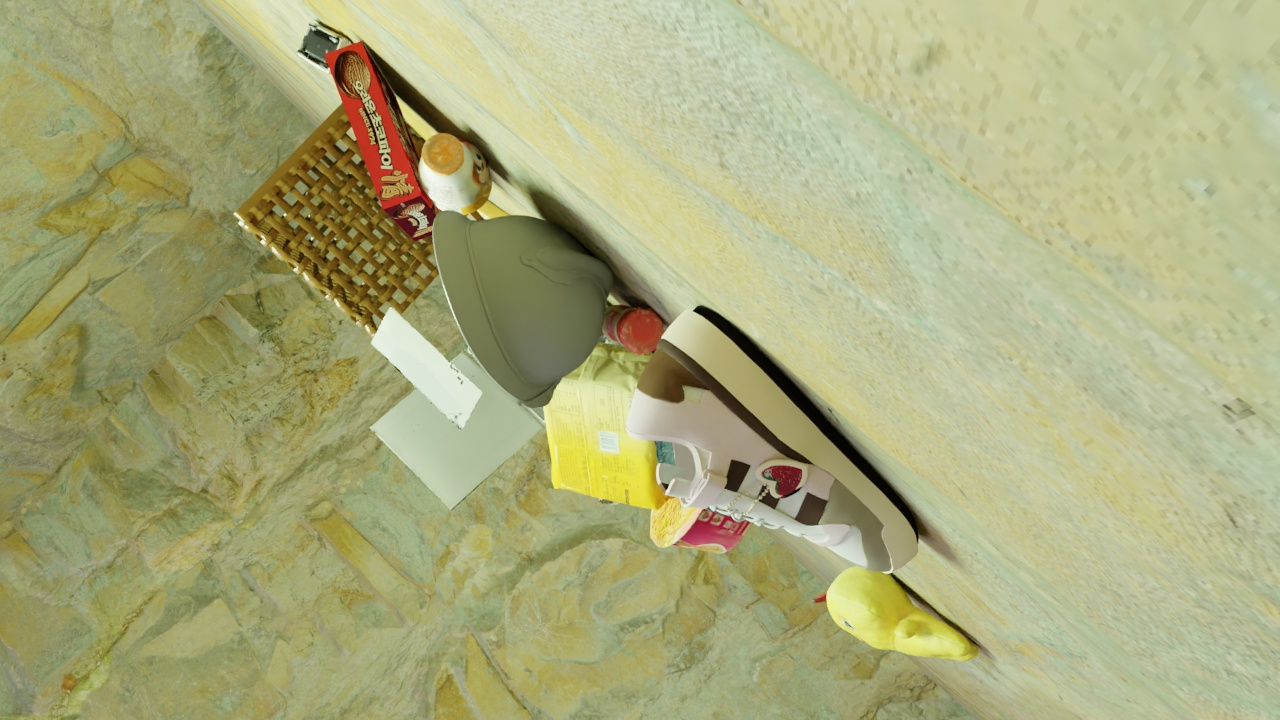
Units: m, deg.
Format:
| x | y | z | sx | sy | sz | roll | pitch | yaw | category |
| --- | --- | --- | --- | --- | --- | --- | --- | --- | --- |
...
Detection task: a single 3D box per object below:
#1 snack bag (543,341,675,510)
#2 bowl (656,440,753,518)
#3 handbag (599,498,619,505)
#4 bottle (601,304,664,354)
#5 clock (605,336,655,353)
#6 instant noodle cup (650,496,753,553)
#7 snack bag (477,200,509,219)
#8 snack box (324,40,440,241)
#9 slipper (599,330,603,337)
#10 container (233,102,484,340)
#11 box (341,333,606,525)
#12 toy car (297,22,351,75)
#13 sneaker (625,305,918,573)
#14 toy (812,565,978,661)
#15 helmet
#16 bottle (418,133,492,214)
| x | y | z | sx | sy | sz | roll | pitch | yaw | category |
| --- | --- | --- | --- | --- | --- | --- | --- | --- | --- |
| -0.037 | 0.080 | 1.056 | 0.160 | 0.068 | 0.248 | 8 | 134 | 13 | snack bag |
| 0.085 | 0.067 | 0.794 | 0.137 | 0.136 | 0.057 | 39 | 135 | 33 | bowl |
| -0.023 | 0.085 | 1.310 | 0.132 | 0.184 | 0.229 | 51 | -173 | -48 | handbag |
| -0.010 | -0.032 | 0.892 | 0.044 | 0.044 | 0.109 | 44 | 176 | -14 | bottle |
| -0.006 | 0.006 | 1.096 | 0.117 | 0.057 | 0.083 | 53 | 171 | 6 | clock |
| 0.089 | 0.160 | 1.127 | 0.077 | 0.178 | 0.179 | 26 | 179 | -15 | instant noodle cup |
| -0.166 | -0.167 | 1.091 | 0.099 | 0.020 | 0.026 | 38 | 172 | 41 | snack bag |
| -0.242 | -0.205 | 0.884 | 0.133 | 0.036 | 0.152 | 112 | 136 | -85 | snack box |
| -0.123 | -0.089 | 1.043 | 0.197 | 0.093 | 0.082 | 31 | 146 | -1 | slipper |
| -0.362 | -0.196 | 1.202 | 0.214 | 0.219 | 0.252 | 44 | 175 | -22 | container |
| -0.197 | 0.029 | 1.154 | 0.167 | 0.329 | 0.165 | 40 | 166 | 21 | box |
| -0.312 | -0.310 | 0.920 | 0.039 | 0.039 | 0.113 | 18 | -167 | -43 | toy car |
| 0.100 | 0.097 | 0.701 | 0.294 | 0.116 | 0.112 | 45 | 175 | -28 | sneaker |
| 0.316 | 0.321 | 1.149 | 0.208 | 0.092 | 0.134 | 26 | 171 | 40 | toy |
| -0.082 | -0.061 | 0.846 | 0.271 | 0.118 | 0.183 | 41 | -150 | -71 | helmet |
| -0.169 | -0.171 | 0.828 | 0.063 | 0.063 | 0.109 | 42 | 175 | 1 | bottle |
